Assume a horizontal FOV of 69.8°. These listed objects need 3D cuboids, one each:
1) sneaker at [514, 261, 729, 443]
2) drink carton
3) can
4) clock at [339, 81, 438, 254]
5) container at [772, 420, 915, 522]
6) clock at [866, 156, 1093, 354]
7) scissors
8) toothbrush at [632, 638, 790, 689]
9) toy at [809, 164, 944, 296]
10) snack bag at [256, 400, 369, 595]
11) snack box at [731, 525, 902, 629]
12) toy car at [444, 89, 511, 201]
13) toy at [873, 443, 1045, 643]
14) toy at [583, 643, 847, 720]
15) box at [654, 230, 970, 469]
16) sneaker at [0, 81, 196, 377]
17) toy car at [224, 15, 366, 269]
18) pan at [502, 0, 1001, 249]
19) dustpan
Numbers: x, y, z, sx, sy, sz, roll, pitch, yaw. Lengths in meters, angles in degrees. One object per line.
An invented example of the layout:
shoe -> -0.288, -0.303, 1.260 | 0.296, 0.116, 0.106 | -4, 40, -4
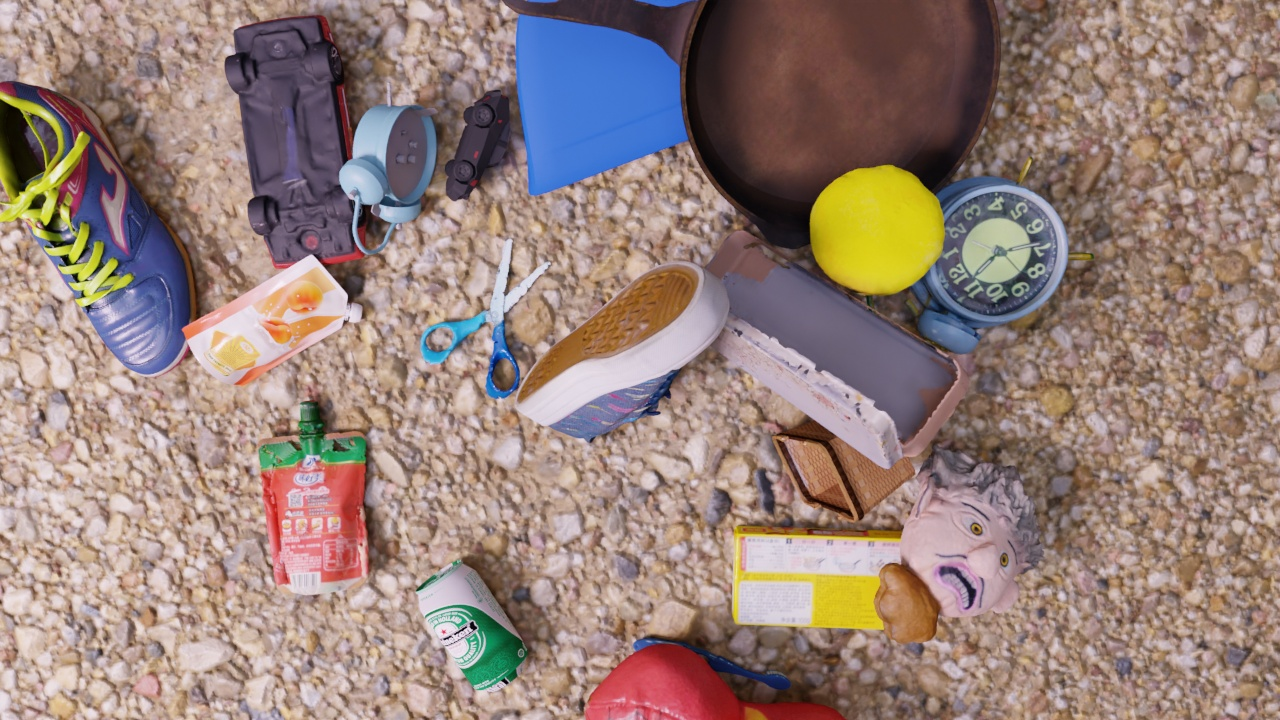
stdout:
sneaker -> -0.004, 0.004, 0.656 | 0.079, 0.236, 0.087 | 37, 56, -18
drink carton -> -0.288, -0.030, 0.728 | 0.122, 0.038, 0.069 | -29, 127, 5
can -> -0.134, 0.214, 0.737 | 0.053, 0.053, 0.101 | -33, 93, 4
clock -> -0.189, -0.139, 0.696 | 0.042, 0.087, 0.123 | 13, 84, 14
container -> 0.153, 0.074, 0.692 | 0.061, 0.114, 0.063 | -27, 93, -9
clock -> 0.248, -0.071, 0.698 | 0.162, 0.060, 0.118 | -37, 94, 8
scissors -> -0.109, -0.029, 0.739 | 0.133, 0.015, 0.103 | -45, 88, 1
toothbrush -> 0.058, 0.248, 0.753 | 0.132, 0.016, 0.021 | 13, 94, 4
toy -> 0.168, -0.092, 0.654 | 0.095, 0.041, 0.094 | 17, 93, 7
snack bag -> -0.264, 0.110, 0.744 | 0.087, 0.044, 0.155 | -5, 90, -3
snack box -> 0.151, 0.174, 0.737 | 0.152, 0.025, 0.075 | 1, 95, 2
toy car -> -0.124, -0.165, 0.714 | 0.036, 0.042, 0.092 | 18, 96, -25
toy -> 0.238, 0.140, 0.685 | 0.175, 0.076, 0.132 | -42, 95, -25
toy -> 0.062, 0.290, 0.708 | 0.216, 0.098, 0.148 | 21, 138, -2
box -> 0.117, -0.020, 0.647 | 0.107, 0.095, 0.216 | -41, 54, -16
sneaker -> -0.435, -0.096, 0.705 | 0.116, 0.091, 0.242 | -26, 94, 1
toy car -> -0.263, -0.168, 0.709 | 0.081, 0.056, 0.189 | -7, 96, 1
pan -> 0.077, -0.217, 0.645 | 0.356, 0.043, 0.249 | 13, 112, -12
dustpan -> -0.013, -0.289, 0.690 | 0.245, 0.059, 0.258 | -20, 103, 4
